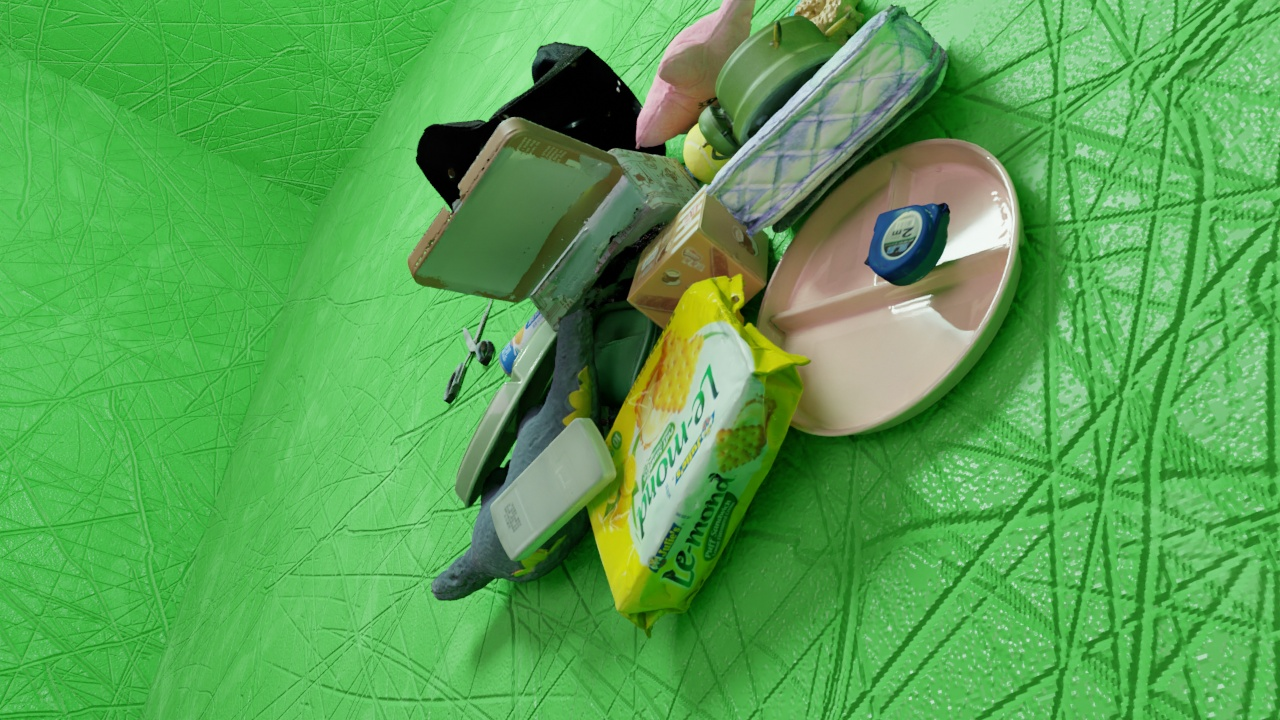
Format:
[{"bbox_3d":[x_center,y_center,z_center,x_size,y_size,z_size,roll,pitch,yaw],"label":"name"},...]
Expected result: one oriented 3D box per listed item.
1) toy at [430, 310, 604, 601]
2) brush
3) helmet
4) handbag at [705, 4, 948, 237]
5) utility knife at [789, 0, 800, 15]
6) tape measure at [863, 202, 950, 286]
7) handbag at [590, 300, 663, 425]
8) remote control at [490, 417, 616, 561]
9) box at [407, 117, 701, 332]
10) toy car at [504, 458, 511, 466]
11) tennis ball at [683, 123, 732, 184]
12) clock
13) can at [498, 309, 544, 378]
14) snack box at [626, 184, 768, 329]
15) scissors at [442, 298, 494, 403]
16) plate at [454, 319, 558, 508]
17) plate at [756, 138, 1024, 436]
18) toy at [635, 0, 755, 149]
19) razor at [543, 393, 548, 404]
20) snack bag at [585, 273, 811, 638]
[{"bbox_3d":[-0.104,0.128,0.868,0.138,0.091,0.357,48,119,33],"label":"toy"},{"bbox_3d":[0.125,-0.272,0.911,0.255,0.045,0.083,-47,36,35],"label":"brush"},{"bbox_3d":[-0.100,-0.214,1.035,0.232,0.230,0.275,-47,-4,-33],"label":"helmet"},{"bbox_3d":[0.146,-0.182,0.726,0.194,0.075,0.133,-41,6,34],"label":"handbag"},{"bbox_3d":[0.162,-0.351,0.933,0.193,0.013,0.029,-55,31,18],"label":"utility knife"},{"bbox_3d":[0.176,-0.076,0.604,0.058,0.025,0.054,-4,65,62],"label":"tape measure"},{"bbox_3d":[-0.005,0.005,0.864,0.131,0.068,0.120,1,76,58],"label":"handbag"},{"bbox_3d":[-0.075,0.110,0.764,0.150,0.021,0.058,-45,60,35],"label":"remote control"},{"bbox_3d":[-0.064,-0.114,0.850,0.178,0.261,0.088,-47,68,27],"label":"box"},{"bbox_3d":[-0.130,0.130,0.994,0.106,0.031,0.048,-11,56,57],"label":"toy car"},{"bbox_3d":[0.075,-0.206,0.900,0.066,0.065,0.065,-40,36,36],"label":"tennis ball"},{"bbox_3d":[0.114,-0.229,0.802,0.056,0.115,0.162,58,142,17],"label":"clock"},{"bbox_3d":[-0.108,-0.033,1.071,0.135,0.053,0.053,-45,33,31],"label":"can"},{"bbox_3d":[0.052,-0.081,0.797,0.095,0.077,0.092,-44,17,31],"label":"snack box"},{"bbox_3d":[-0.247,-0.015,1.337,0.159,0.014,0.177,-57,26,8],"label":"scissors"},{"bbox_3d":[-0.134,0.049,0.967,0.230,0.027,0.230,-62,1,1],"label":"plate"},{"bbox_3d":[0.170,-0.050,0.649,0.230,0.028,0.229,-39,37,36],"label":"plate"},{"bbox_3d":[0.054,-0.280,0.940,0.178,0.074,0.194,-46,-8,-3],"label":"toy"},{"bbox_3d":[-0.088,0.072,0.984,0.043,0.022,0.142,-52,29,15],"label":"razor"},{"bbox_3d":[0.037,0.066,0.698,0.247,0.068,0.158,-63,25,21],"label":"snack bag"}]
